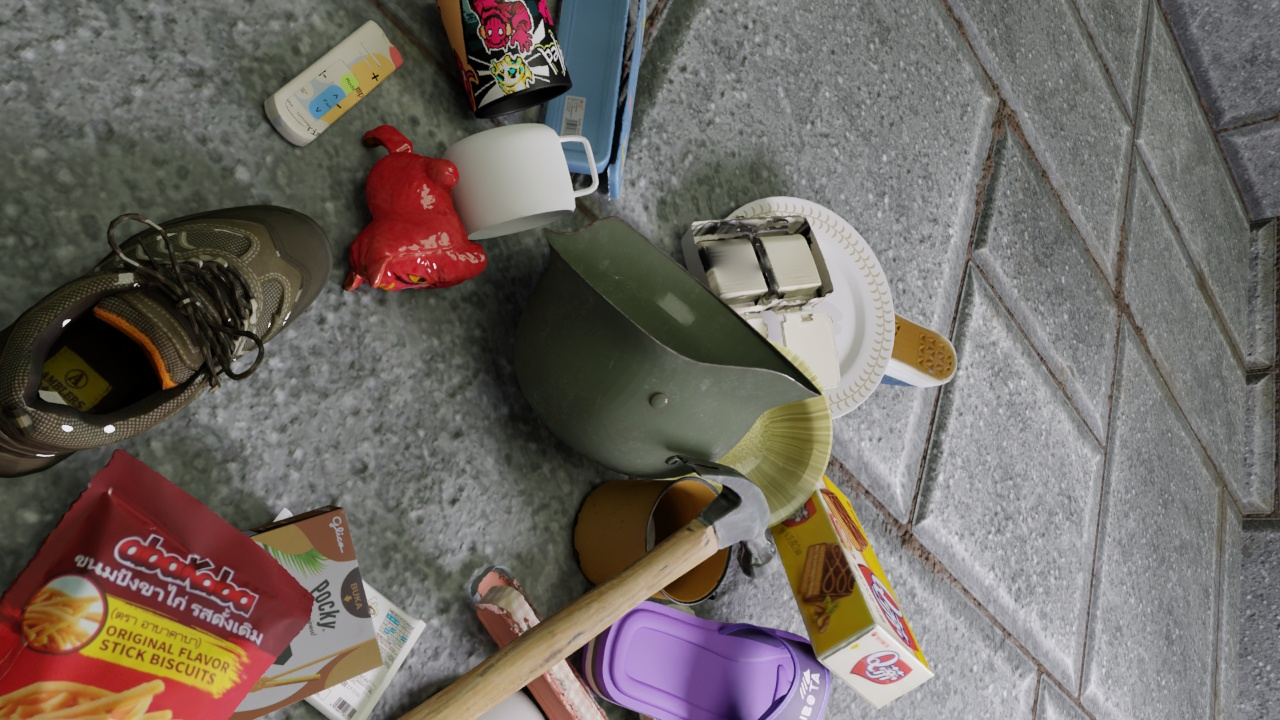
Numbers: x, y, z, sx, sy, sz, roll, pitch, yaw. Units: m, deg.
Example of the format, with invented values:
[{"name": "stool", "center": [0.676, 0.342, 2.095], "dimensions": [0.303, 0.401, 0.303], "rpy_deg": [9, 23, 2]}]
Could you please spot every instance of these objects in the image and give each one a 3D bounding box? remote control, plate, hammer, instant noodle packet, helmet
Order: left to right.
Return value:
[{"name": "instant noodle packet", "center": [-0.208, 0.171, 0.592], "dimensions": [0.134, 0.026, 0.086], "rpy_deg": [50, 52, -26]}, {"name": "remote control", "center": [-0.216, -0.199, 0.655], "dimensions": [0.038, 0.018, 0.125], "rpy_deg": [52, 49, -25]}, {"name": "hammer", "center": [-0.044, 0.182, 0.643], "dimensions": [0.329, 0.033, 0.132], "rpy_deg": [-31, 127, -18]}, {"name": "helmet", "center": [-0.004, 0.004, 0.716], "dimensions": [0.154, 0.227, 0.267], "rpy_deg": [-49, 141, 9]}, {"name": "plate", "center": [0.088, 0.069, 0.866], "dimensions": [0.184, 0.036, 0.184], "rpy_deg": [-1, 93, -14]}, {"name": "plate", "center": [0.164, -0.055, 0.966], "dimensions": [0.242, 0.016, 0.242], "rpy_deg": [5, 78, -22]}]

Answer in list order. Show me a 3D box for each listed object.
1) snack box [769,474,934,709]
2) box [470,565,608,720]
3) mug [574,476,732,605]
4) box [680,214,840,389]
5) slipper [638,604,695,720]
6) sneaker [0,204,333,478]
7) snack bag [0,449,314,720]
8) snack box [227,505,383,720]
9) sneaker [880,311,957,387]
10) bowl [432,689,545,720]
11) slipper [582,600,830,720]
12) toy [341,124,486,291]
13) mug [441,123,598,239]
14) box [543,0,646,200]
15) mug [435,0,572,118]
[{"name": "snack box", "center": [0.185, 0.199, 0.868], "dimensions": [0.110, 0.062, 0.230], "rpy_deg": [44, 17, -31]}, {"name": "box", "center": [-0.066, 0.239, 0.705], "dimensions": [0.187, 0.056, 0.070], "rpy_deg": [61, 16, -20]}, {"name": "mug", "center": [0.014, 0.157, 0.769], "dimensions": [0.124, 0.094, 0.100], "rpy_deg": [56, 51, -24]}, {"name": "box", "center": [0.122, -0.053, 0.911], "dimensions": [0.144, 0.058, 0.187], "rpy_deg": [-6, 79, -25]}, {"name": "slipper", "center": [0.028, 0.344, 0.783], "dimensions": [0.114, 0.052, 0.262], "rpy_deg": [2, 75, -42]}, {"name": "sneaker", "center": [-0.252, -0.031, 0.499], "dimensions": [0.237, 0.143, 0.101], "rpy_deg": [-47, 115, -39]}, {"name": "snack bag", "center": [-0.277, 0.168, 0.463], "dimensions": [0.139, 0.067, 0.207], "rpy_deg": [41, 55, -18]}, {"name": "snack box", "center": [-0.252, 0.160, 0.521], "dimensions": [0.185, 0.032, 0.101], "rpy_deg": [-15, 94, -34]}, {"name": "sneaker", "center": [0.251, -0.021, 1.055], "dimensions": [0.235, 0.079, 0.087], "rpy_deg": [16, 71, -23]}, {"name": "bowl", "center": [-0.110, 0.307, 0.655], "dimensions": [0.149, 0.043, 0.149], "rpy_deg": [10, 76, -44]}, {"name": "slipper", "center": [0.083, 0.264, 0.754], "dimensions": [0.266, 0.084, 0.107], "rpy_deg": [27, 68, -33]}, {"name": "toy", "center": [-0.175, -0.107, 0.645], "dimensions": [0.093, 0.088, 0.133], "rpy_deg": [-20, 85, -28]}, {"name": "mug", "center": [-0.091, -0.140, 0.705], "dimensions": [0.115, 0.094, 0.068], "rpy_deg": [-15, 93, -8]}, {"name": "box", "center": [-0.041, -0.255, 0.834], "dimensions": [0.086, 0.073, 0.208], "rpy_deg": [75, 22, -73]}, {"name": "mug", "center": [-0.103, -0.256, 0.742], "dimensions": [0.117, 0.082, 0.098], "rpy_deg": [-43, 116, -71]}]
